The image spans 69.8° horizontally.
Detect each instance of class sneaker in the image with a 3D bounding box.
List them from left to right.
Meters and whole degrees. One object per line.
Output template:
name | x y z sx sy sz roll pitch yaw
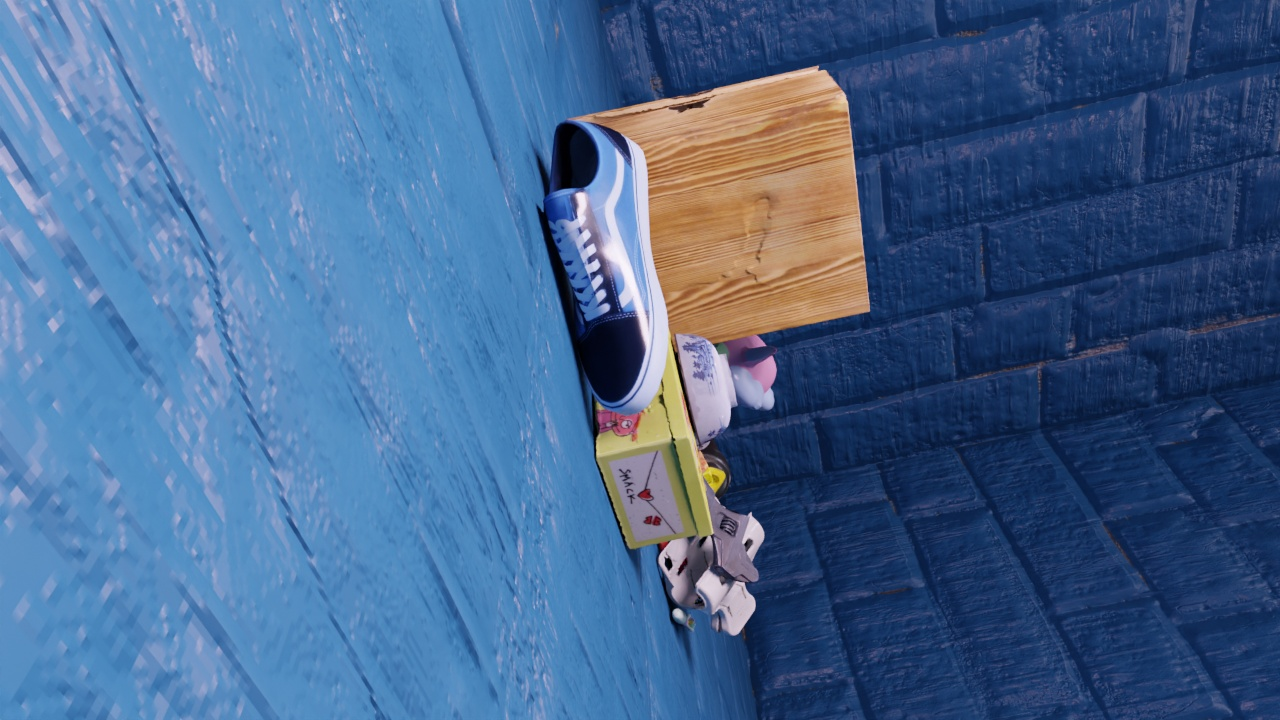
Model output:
sneaker | -0.043 -0.077 0.720 0.098 0.084 0.241 14 66 -47

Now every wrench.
wrench | 0.051 0.125 0.990 0.073 0.022 0.273 -37 97 -42

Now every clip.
clip | 0.097 0.240 1.028 0.126 0.102 0.152 -42 106 -40

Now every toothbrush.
toothbrush | 0.050 0.300 1.063 0.155 0.015 0.022 67 10 -69

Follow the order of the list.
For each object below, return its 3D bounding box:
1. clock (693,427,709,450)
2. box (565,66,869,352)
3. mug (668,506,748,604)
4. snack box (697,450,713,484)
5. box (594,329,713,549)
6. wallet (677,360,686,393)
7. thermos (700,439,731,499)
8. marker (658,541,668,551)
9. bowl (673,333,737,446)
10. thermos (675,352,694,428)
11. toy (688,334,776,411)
clock | 0.056 0.080 1.249 0.122 0.094 0.035 -87 -171 -48
box | 0.077 -0.149 0.959 0.191 0.279 0.252 -96 173 -61
mug | 0.089 0.233 1.134 0.082 0.117 0.098 -7 -83 55
snack box | 0.054 0.114 1.270 0.029 0.040 0.148 73 -7 -48
box | 0.006 0.045 0.824 0.220 0.079 0.124 -94 170 -55
wallet | 0.022 -0.021 1.088 0.115 0.037 0.118 71 5 -56
thermos | 0.071 0.133 1.366 0.220 0.098 0.098 -106 -179 -59
marker | 0.012 0.156 0.999 0.012 0.013 0.142 -96 172 -54
bowl | 0.067 0.023 0.893 0.114 0.045 0.114 -11 88 -86
thermos | 0.035 0.011 1.219 0.198 0.086 0.086 -97 173 -49
toy | 0.120 0.012 1.141 0.222 0.120 0.171 45 14 -42
